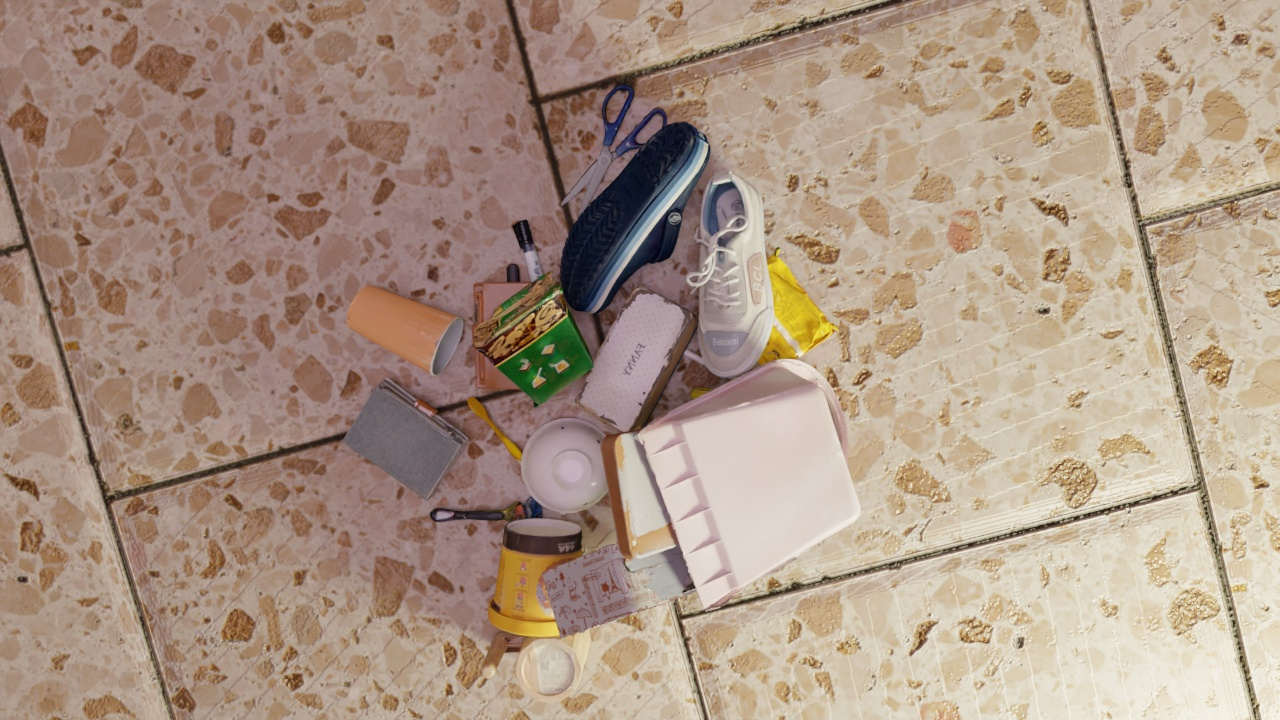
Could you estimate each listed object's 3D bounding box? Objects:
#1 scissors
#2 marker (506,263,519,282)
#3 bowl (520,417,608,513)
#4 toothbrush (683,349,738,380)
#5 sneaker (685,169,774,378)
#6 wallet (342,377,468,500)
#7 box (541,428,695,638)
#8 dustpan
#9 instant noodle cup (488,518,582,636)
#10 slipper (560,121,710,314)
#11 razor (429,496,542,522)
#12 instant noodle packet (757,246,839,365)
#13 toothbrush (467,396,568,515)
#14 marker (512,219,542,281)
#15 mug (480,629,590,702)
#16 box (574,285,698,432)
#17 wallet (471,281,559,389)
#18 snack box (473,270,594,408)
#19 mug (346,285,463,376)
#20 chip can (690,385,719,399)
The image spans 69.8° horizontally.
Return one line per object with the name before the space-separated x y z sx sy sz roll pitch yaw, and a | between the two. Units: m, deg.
scissors | -0.045 -0.259 1.119 0.171 0.012 0.141 -24 94 4
marker | -0.156 -0.057 1.133 0.018 0.015 0.124 -1 92 -3
bowl | -0.086 0.130 1.110 0.118 0.065 0.118 0 90 -6
toothbrush | 0.126 0.023 1.130 0.180 0.016 0.016 27 86 -1
sneaker | 0.103 -0.103 1.054 0.090 0.090 0.242 -2 78 22
wallet | -0.288 0.096 1.136 0.129 0.037 0.107 35 104 0
box | -0.012 0.192 1.040 0.157 0.179 0.226 -12 86 41
dustpan | 0.136 0.123 1.051 0.273 0.139 0.222 -19 101 -8
instant noodle cup | -0.120 0.255 1.100 0.118 0.118 0.114 3 93 1
slipper | -0.001 -0.164 1.087 0.095 0.105 0.253 26 108 -36
razor | -0.194 0.192 1.147 0.143 0.022 0.042 -1 92 2
instant noodle packet | 0.158 -0.057 1.110 0.111 0.044 0.128 -37 89 5
toothbrush | -0.153 0.120 1.145 0.016 0.018 0.191 -41 95 -16
marker | -0.131 -0.108 1.127 0.022 0.018 0.130 -15 92 -11
mug | -0.126 0.356 1.114 0.124 0.103 0.084 -2 94 1
box | -0.007 0.006 1.105 0.090 0.059 0.184 31 96 13
wallet | -0.150 -0.029 1.109 0.108 0.031 0.132 -1 97 0
snack box | -0.113 -0.022 1.048 0.117 0.118 0.105 -35 110 3
mug | -0.287 -0.041 1.111 0.123 0.078 0.078 24 94 6
chip can | 0.095 0.143 1.110 0.072 0.072 0.221 0 94 1
